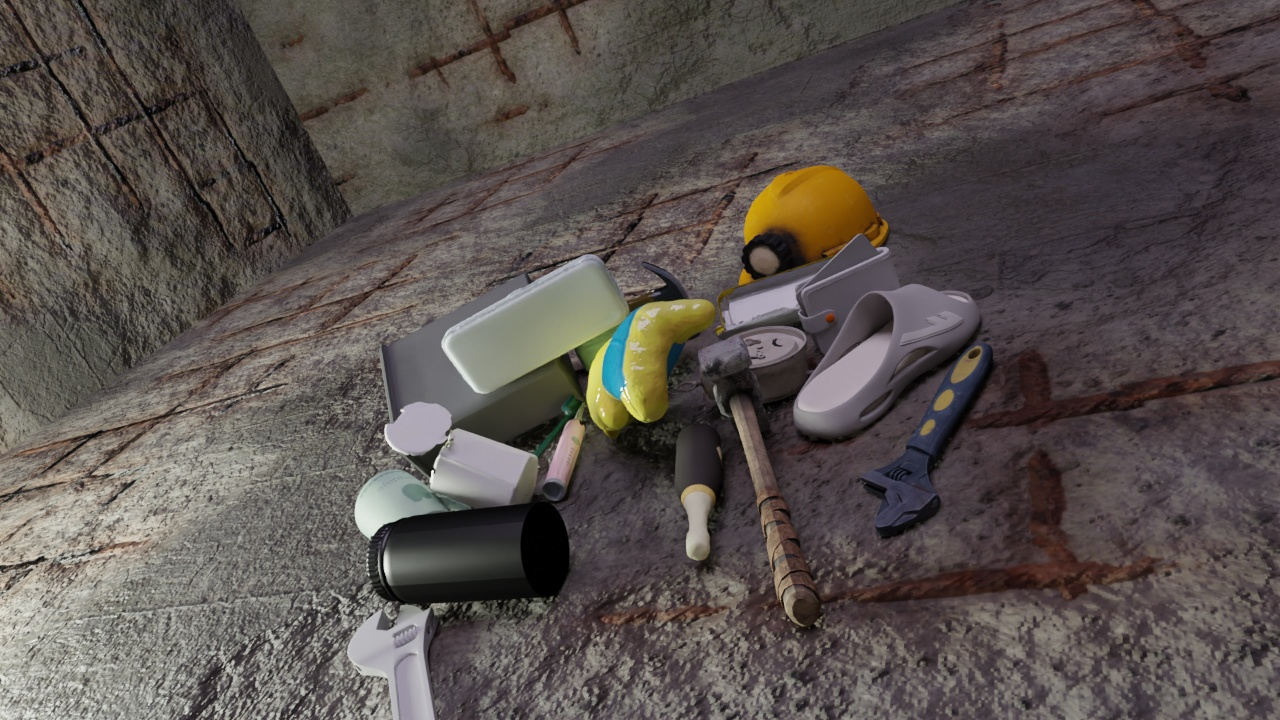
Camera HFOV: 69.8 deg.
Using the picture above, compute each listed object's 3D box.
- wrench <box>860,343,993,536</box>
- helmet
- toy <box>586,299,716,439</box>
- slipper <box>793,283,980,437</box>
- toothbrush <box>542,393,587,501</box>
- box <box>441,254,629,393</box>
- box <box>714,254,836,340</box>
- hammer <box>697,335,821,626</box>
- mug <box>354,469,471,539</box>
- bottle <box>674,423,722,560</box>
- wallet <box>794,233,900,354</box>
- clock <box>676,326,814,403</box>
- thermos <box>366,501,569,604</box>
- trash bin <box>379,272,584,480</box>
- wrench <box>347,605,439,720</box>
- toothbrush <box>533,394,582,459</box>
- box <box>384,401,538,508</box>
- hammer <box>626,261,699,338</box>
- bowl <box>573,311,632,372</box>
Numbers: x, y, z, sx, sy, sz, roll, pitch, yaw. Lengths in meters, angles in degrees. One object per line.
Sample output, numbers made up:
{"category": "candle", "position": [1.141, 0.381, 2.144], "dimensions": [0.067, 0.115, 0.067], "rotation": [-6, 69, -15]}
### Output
{"category": "wrench", "position": [0.264, 0.061, 0.819], "dimensions": [0.073, 0.022, 0.272], "rotation": [-1, 32, 42]}
{"category": "helmet", "position": [0.227, -0.201, 1.295], "dimensions": [0.206, 0.131, 0.254], "rotation": [-4, 29, 41]}
{"category": "toy", "position": [-0.006, 0.006, 0.986], "dimensions": [0.148, 0.084, 0.214], "rotation": [-61, 8, -13]}
{"category": "slipper", "position": [0.247, -0.022, 0.944], "dimensions": [0.265, 0.081, 0.113], "rotation": [-36, 22, -26]}
{"category": "toothbrush", "position": [-0.081, 0.092, 1.082], "dimensions": [0.027, 0.027, 0.222], "rotation": [-34, 18, 21]}
{"category": "box", "position": [-0.124, -0.055, 1.082], "dimensions": [0.215, 0.106, 0.127], "rotation": [-26, 25, 5]}
{"category": "box", "position": [0.196, -0.076, 1.151], "dimensions": [0.210, 0.057, 0.117], "rotation": [-16, 25, 16]}
{"category": "hammer", "position": [0.108, 0.102, 0.804], "dimensions": [0.049, 0.121, 0.318], "rotation": [-21, 31, 8]}
{"category": "mug", "position": [-0.239, 0.173, 1.006], "dimensions": [0.111, 0.084, 0.104], "rotation": [-6, 17, -42]}
{"category": "bottle", "position": [0.054, 0.123, 0.857], "dimensions": [0.045, 0.045, 0.184], "rotation": [-19, 23, 12]}
{"category": "wallet", "position": [0.233, -0.078, 1.035], "dimensions": [0.118, 0.115, 0.037], "rotation": [-24, 23, 0]}
{"category": "clock", "position": [0.117, 0.015, 1.018], "dimensions": [0.157, 0.061, 0.103], "rotation": [-16, 23, -1]}
{"category": "thermos", "position": [-0.175, 0.187, 0.876], "dimensions": [0.199, 0.086, 0.085], "rotation": [-10, 26, 24]}
{"category": "trash bin", "position": [-0.206, 0.018, 1.171], "dimensions": [0.220, 0.097, 0.191], "rotation": [-27, 49, 5]}
{"category": "wrench", "position": [-0.206, 0.290, 0.783], "dimensions": [0.086, 0.018, 0.273], "rotation": [-27, 24, -8]}
{"category": "toothbrush", "position": [-0.125, 0.109, 1.060], "dimensions": [0.016, 0.017, 0.189], "rotation": [-21, 26, 53]}
{"category": "box", "position": [-0.193, 0.107, 0.986], "dimensions": [0.166, 0.093, 0.083], "rotation": [18, 56, 4]}
{"category": "hammer", "position": [-0.093, -0.048, 1.267], "dimensions": [0.333, 0.118, 0.025], "rotation": [-15, 22, 15]}
{"category": "bowl", "position": [-0.009, -0.014, 1.151], "dimensions": [0.151, 0.077, 0.151], "rotation": [-15, -6, -2]}
